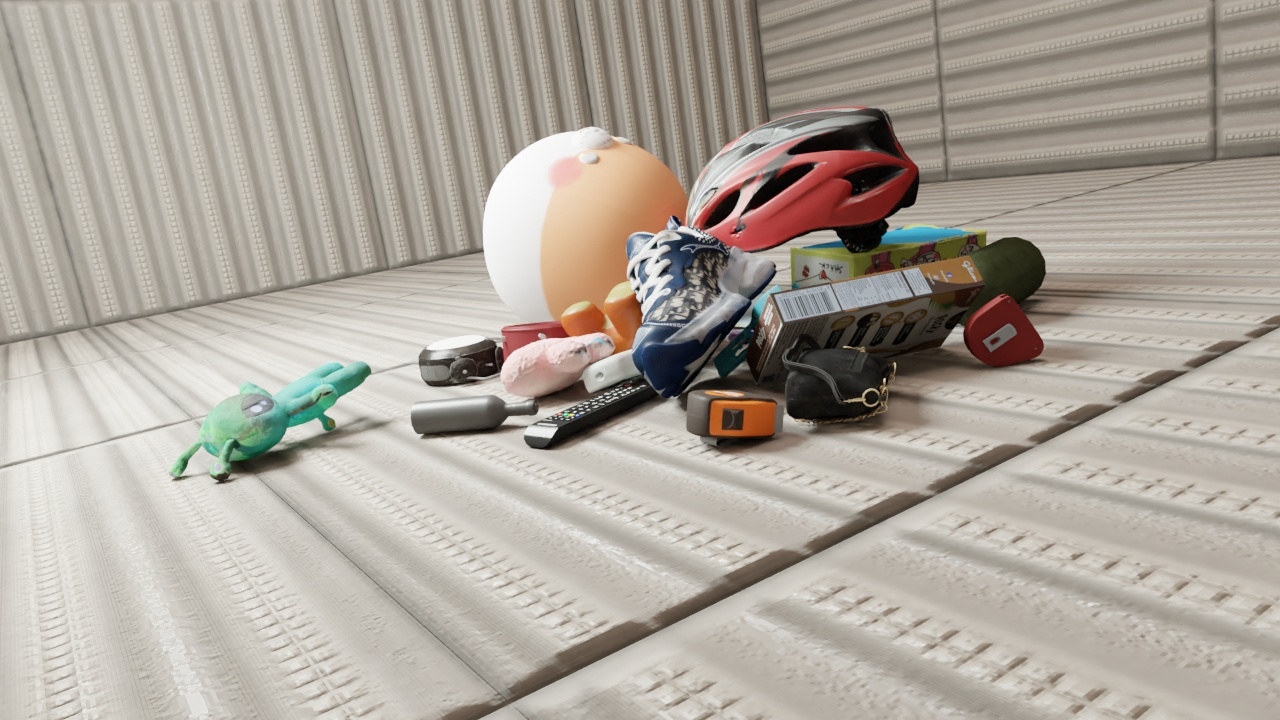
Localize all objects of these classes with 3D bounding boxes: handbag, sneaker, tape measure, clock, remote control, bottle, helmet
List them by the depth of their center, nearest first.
[{"bbox_3d":[0.063,0.043,0.674,0.058,0.038,0.058,0,6,-35],"label":"tape measure"},{"bbox_3d":[0.154,0.014,0.703,0.079,0.054,0.128,0,12,18],"label":"handbag"},{"bbox_3d":[0.300,-0.018,0.763,0.051,0.059,0.019,-37,9,10],"label":"tape measure"},{"bbox_3d":[-0.038,0.044,0.782,0.033,0.015,0.146,2,16,40],"label":"remote control"},{"bbox_3d":[-0.144,0.046,0.810,0.113,0.030,0.030,-6,13,13],"label":"bottle"},{"bbox_3d":[0.032,-0.066,0.854,0.103,0.132,0.268,-52,-2,31],"label":"sneaker"},{"bbox_3d":[-0.005,0.005,0.874,0.060,0.028,0.114,-24,-4,34],"label":"remote control"},{"bbox_3d":[0.348,-0.077,0.938,0.072,0.071,0.206,2,16,40],"label":"bottle"},{"bbox_3d":[-0.100,-0.018,1.007,0.096,0.048,0.137,-2,6,28],"label":"clock"},{"bbox_3d":[0.169,-0.184,1.023,0.272,0.167,0.217,-16,5,22],"label":"helmet"},{"bbox_3d":[-0.203,-0.003,1.042,0.123,0.044,0.091,2,16,39],"label":"clock"}]

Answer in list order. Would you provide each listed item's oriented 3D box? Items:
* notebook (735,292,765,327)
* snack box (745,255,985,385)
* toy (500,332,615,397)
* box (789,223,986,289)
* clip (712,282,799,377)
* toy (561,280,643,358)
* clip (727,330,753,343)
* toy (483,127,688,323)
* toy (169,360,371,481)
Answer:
[{"bbox_3d":[0.113,-0.070,1.215,0.180,0.009,0.254,-18,15,-38],"label":"notebook"},{"bbox_3d":[0.193,-0.034,0.802,0.186,0.031,0.101,-11,-28,-13],"label":"snack box"},{"bbox_3d":[-0.078,0.001,0.887,0.105,0.053,0.108,-21,-2,39],"label":"toy"},{"bbox_3d":[0.302,-0.111,1.112,0.220,0.080,0.124,-12,17,-29],"label":"box"},{"bbox_3d":[0.107,-0.026,0.829,0.103,0.027,0.120,-14,-26,-23],"label":"clip"},{"bbox_3d":[0.004,-0.042,0.972,0.112,0.096,0.175,-14,-16,36],"label":"toy"},{"bbox_3d":[0.124,-0.026,1.001,0.051,0.014,0.045,-9,14,-16],"label":"clip"},{"bbox_3d":[-0.057,-0.162,1.166,0.281,0.266,0.261,12,32,27],"label":"toy"},{"bbox_3d":[-0.333,0.051,0.846,0.131,0.072,0.192,-2,23,36],"label":"toy"}]
